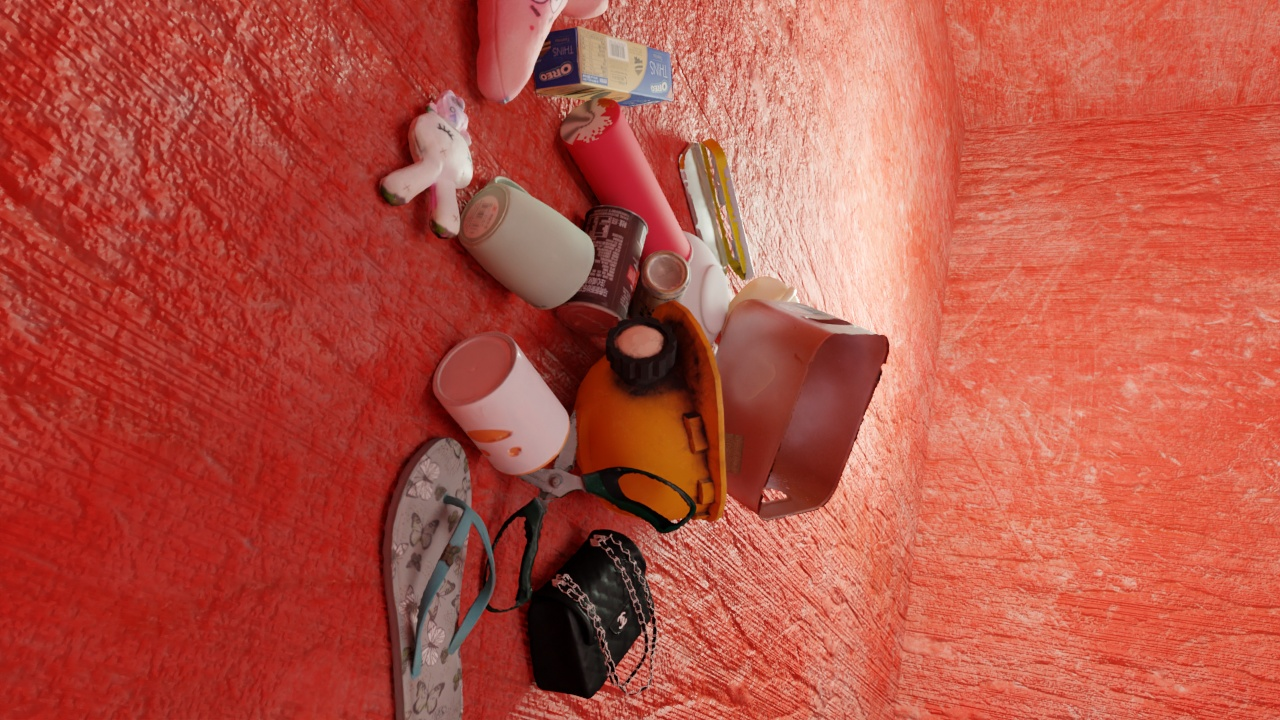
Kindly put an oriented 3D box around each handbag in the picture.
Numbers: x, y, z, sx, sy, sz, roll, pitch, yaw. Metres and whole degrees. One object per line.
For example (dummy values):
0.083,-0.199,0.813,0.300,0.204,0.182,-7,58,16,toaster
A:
-0.036,0.255,0.940,0.153,0.115,0.125,-36,121,-52,handbag

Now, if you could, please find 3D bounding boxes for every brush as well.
0.051,0.095,1.063,0.008,0.143,0.045,-14,113,-61,brush

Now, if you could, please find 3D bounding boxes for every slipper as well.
-0.164,0.199,0.755,0.098,0.055,0.269,0,94,-60,slipper

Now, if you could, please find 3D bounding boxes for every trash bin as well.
0.186,0.059,1.216,0.181,0.157,0.260,-1,113,-47,trash bin

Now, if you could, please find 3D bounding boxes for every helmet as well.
-0.006,0.072,0.939,0.256,0.131,0.205,90,-21,-45,helmet

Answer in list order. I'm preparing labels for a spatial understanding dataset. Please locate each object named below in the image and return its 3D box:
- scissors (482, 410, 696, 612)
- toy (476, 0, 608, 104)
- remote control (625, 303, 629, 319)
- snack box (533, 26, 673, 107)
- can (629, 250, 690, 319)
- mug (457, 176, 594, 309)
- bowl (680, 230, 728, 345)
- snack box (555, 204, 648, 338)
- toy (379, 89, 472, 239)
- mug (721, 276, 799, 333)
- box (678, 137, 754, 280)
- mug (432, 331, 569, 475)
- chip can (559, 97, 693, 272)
-0.063,0.155,0.850,0.015,0.201,0.203,159,-46,-86,scissors
-0.103,-0.341,0.794,0.191,0.097,0.237,5,95,-55,toy
-0.025,-0.024,1.048,0.033,0.013,0.136,-3,95,-65,remote control
-0.034,-0.303,0.965,0.206,0.056,0.057,-19,107,-60,snack box
0.020,-0.074,1.022,0.136,0.054,0.054,112,-10,-72,can
-0.108,-0.116,0.823,0.104,0.084,0.111,35,33,-45,mug
0.068,-0.078,1.166,0.176,0.066,0.176,-7,98,-62,bowl
-0.038,-0.093,0.956,0.072,0.072,0.121,47,50,-54,snack box
-0.163,-0.164,0.744,0.079,0.038,0.122,37,57,-50,toy
0.174,-0.061,1.320,0.096,0.120,0.099,47,51,-3,mug
0.105,-0.200,1.256,0.067,0.070,0.210,-86,162,-52,box
-0.119,0.038,0.796,0.105,0.082,0.082,60,41,-45,mug
-0.011,-0.181,1.004,0.220,0.069,0.069,56,44,-48,chip can
